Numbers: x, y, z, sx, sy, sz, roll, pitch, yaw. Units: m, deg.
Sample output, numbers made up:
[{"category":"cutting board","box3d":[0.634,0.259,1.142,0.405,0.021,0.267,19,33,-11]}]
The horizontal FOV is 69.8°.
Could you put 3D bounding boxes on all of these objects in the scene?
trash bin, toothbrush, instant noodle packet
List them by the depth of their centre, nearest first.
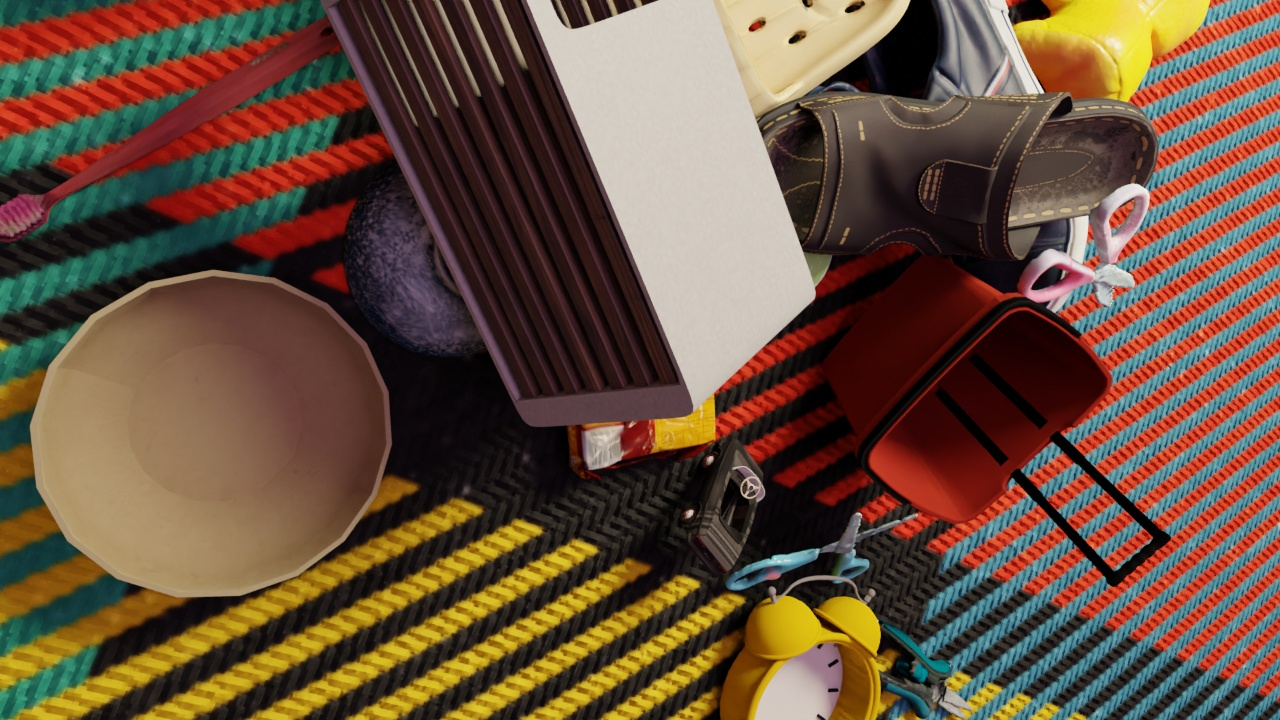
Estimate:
[{"category":"trash bin","box3d":[-0.027,-0.098,0.430,0.114,0.115,0.229,-39,113,-42]},{"category":"toothbrush","box3d":[-0.222,-0.114,0.440,0.189,0.016,0.016,-40,111,-20]},{"category":"instant noodle packet","box3d":[-0.003,0.003,0.558,0.098,0.040,0.135,-9,99,-25]}]

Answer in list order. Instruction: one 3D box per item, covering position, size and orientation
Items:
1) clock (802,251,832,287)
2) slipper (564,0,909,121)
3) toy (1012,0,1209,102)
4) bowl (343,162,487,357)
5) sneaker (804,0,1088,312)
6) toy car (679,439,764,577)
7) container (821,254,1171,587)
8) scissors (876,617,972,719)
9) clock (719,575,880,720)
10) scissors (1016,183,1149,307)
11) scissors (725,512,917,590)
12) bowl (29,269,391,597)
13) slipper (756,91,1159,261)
[{"category":"clock","box3d":[0.086,-0.085,0.597,0.094,0.043,0.119,28,80,-29]},{"category":"slipper","box3d":[0.050,-0.178,0.517,0.261,0.079,0.111,-29,109,-6]},{"category":"toy","box3d":[0.367,-0.269,0.710,0.193,0.087,0.134,-45,109,-17]},{"category":"bowl","box3d":[-0.094,-0.057,0.491,0.114,0.061,0.114,-3,96,-30]},{"category":"sneaker","box3d":[0.203,-0.141,0.622,0.127,0.121,0.294,-37,108,-35]},{"category":"toy car","box3d":[0.056,0.091,0.584,0.040,0.037,0.092,52,38,-21]},{"category":"container","box3d":[0.214,0.035,0.571,0.127,0.200,0.148,31,109,-28]},{"category":"scissors","box3d":[0.215,0.241,0.711,0.127,0.019,0.142,-16,104,-27]},{"category":"clock","box3d":[0.113,0.223,0.637,0.113,0.052,0.152,9,95,-29]},{"category":"scissors","box3d":[0.317,-0.071,0.611,0.178,0.016,0.103,6,132,-45]},{"category":"scissors","box3d":[0.129,0.135,0.623,0.133,0.135,0.015,38,35,-54]},{"category":"bowl","box3d":[-0.203,0.033,0.445,0.152,0.050,0.152,-3,96,-28]},{"category":"slipper","box3d":[0.188,-0.107,0.541,0.267,0.075,0.113,-3,125,-9]}]
